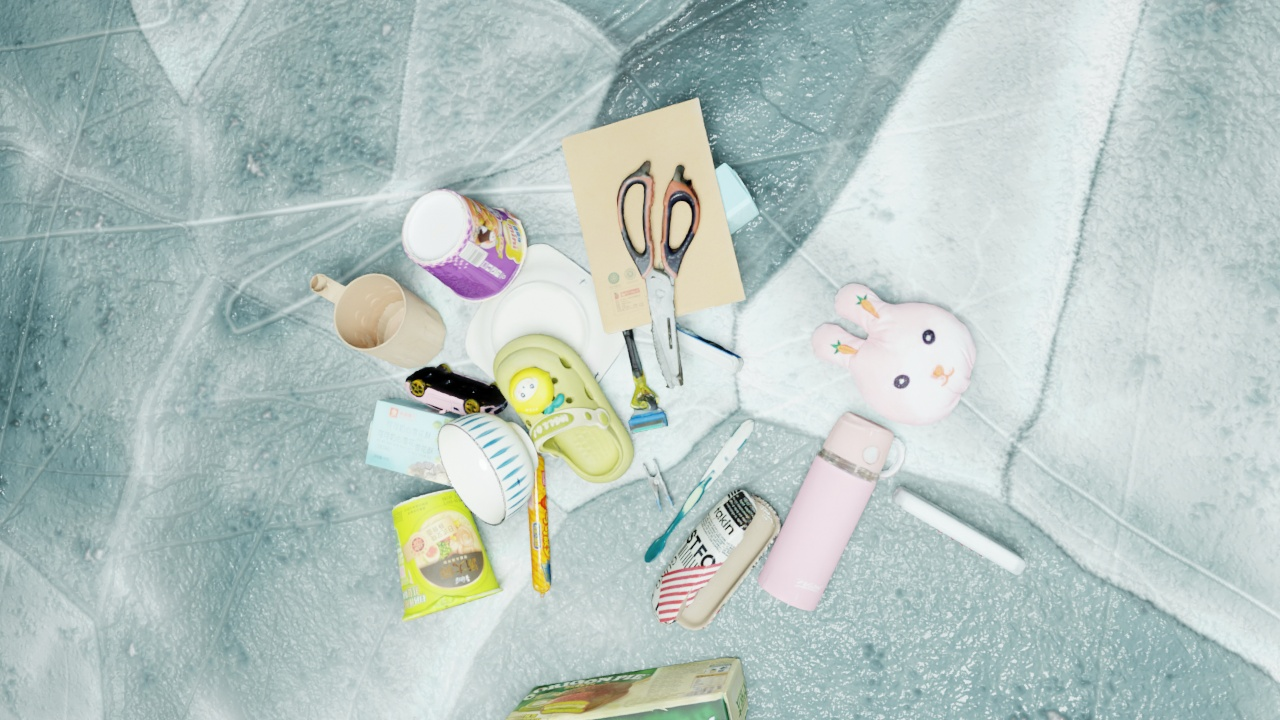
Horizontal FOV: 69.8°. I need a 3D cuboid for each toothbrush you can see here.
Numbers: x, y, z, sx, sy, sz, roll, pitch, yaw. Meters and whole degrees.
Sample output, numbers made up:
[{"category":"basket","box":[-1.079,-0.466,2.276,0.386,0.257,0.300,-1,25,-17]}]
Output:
[{"category":"toothbrush","box":[0.063,0.140,0.982,0.016,0.018,0.192,37,95,11]}]

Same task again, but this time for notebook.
[{"category":"notebook","box":[0.011,-0.143,0.920,0.148,0.008,0.207,-14,86,12]}]

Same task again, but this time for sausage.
[{"category":"sausage","box":[-0.113,0.181,1.018,0.021,0.021,0.165,-3,90,13]}]

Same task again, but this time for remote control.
[{"category":"remote control","box":[0.312,0.167,0.904,0.136,0.056,0.020,31,94,11]},{"category":"remote control","box":[0.050,-0.021,0.967,0.125,0.049,0.024,26,97,12]}]

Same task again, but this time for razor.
[{"category":"razor","box":[-0.006,0.006,0.991,0.043,0.022,0.142,-14,91,7]}]

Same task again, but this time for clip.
[{"category":"clip","box":[0.019,0.134,0.988,0.038,0.026,0.058,-24,77,0]}]

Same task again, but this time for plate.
[{"category":"plate","box":[-0.107,-0.031,1.011,0.164,0.034,0.164,37,98,11]}]

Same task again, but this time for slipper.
[{"category":"slipper","box":[-0.079,0.058,0.959,0.092,0.081,0.190,-35,104,14]}]

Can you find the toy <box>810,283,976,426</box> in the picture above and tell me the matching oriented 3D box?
[{"category":"toy","box":[0.253,-0.008,0.922,0.159,0.054,0.121,30,96,19]}]

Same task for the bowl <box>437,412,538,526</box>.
[{"category":"bowl","box":[-0.148,0.103,0.939,0.116,0.066,0.117,31,136,36]}]

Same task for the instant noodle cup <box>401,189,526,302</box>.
[{"category":"instant noodle cup","box":[-0.195,-0.129,0.986,0.112,0.099,0.111,-6,75,24]}]

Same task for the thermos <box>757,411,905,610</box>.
[{"category":"thermos","box":[0.197,0.153,0.931,0.087,0.067,0.198,24,94,-20]}]

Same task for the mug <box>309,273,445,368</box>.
[{"category":"mug","box":[-0.288,-0.048,1.011,0.125,0.103,0.084,27,84,18]}]

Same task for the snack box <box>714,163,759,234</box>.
[{"category":"snack box","box":[0.039,-0.128,0.957,0.175,0.074,0.051,-35,82,10]}]

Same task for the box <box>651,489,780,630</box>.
[{"category":"box","box":[0.082,0.212,0.960,0.087,0.076,0.163,30,98,-28]}]

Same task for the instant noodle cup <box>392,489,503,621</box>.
[{"category":"instant noodle cup","box":[-0.220,0.209,1.003,0.112,0.111,0.123,-20,78,12]}]

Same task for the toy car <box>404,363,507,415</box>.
[{"category":"toy car","box":[-0.204,0.038,1.019,0.122,0.056,0.037,17,120,20]}]

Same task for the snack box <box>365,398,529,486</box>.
[{"category":"snack box","box":[-0.216,0.096,1.025,0.175,0.051,0.074,12,94,12]}]

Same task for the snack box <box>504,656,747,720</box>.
[{"category":"snack box","box":[-0.014,0.368,0.947,0.240,0.114,0.063,-14,88,12]}]

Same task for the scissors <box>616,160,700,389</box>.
[{"category":"scissors","box":[0.033,-0.083,0.901,0.185,0.015,0.208,-44,81,8]}]
